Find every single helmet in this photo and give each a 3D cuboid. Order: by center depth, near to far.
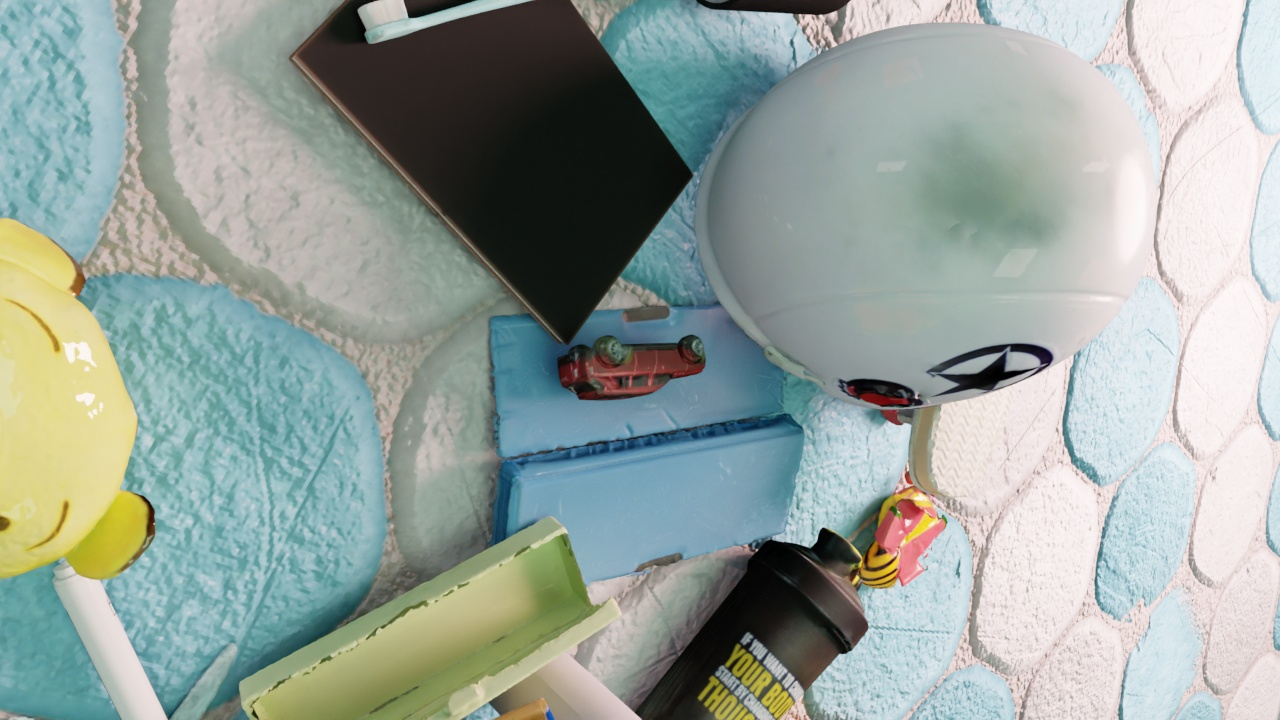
[{"bbox_3d":[0.174,-0.095,0.539,0.264,0.164,0.236,5,78,-7],"label":"helmet"}]

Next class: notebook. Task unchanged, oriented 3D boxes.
[{"bbox_3d":[-0.064,-0.128,0.499,0.209,0.008,0.141,48,67,-34],"label":"notebook"}]

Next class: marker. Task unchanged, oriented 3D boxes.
[{"bbox_3d":[-0.244,0.153,0.435,0.017,0.020,0.133,-29,112,-39],"label":"marker"}]

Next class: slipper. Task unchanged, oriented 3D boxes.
[{"bbox_3d":[0.240,-0.035,0.666,0.114,0.054,0.272,26,78,-39],"label":"slipper"}]

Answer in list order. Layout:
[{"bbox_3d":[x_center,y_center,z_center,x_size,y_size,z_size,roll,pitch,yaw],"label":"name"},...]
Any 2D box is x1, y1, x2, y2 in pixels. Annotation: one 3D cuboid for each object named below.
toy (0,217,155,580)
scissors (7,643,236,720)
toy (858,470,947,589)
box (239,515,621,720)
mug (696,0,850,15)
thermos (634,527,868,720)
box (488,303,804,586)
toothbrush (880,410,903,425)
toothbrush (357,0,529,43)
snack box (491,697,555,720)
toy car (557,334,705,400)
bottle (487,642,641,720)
[{"bbox_3d":[-0.299,0.020,0.330,0.213,0.084,0.149,-3,105,-38],"label":"toy"},{"bbox_3d":[-0.246,0.225,0.466,0.172,0.013,0.170,40,74,-33],"label":"scissors"},{"bbox_3d":[0.218,0.146,0.763,0.084,0.046,0.103,34,86,-50],"label":"toy"},{"bbox_3d":[-0.108,0.165,0.495,0.187,0.090,0.077,-29,143,-21],"label":"box"},{"bbox_3d":[0.075,-0.262,0.538,0.087,0.078,0.113,-12,83,-33],"label":"mug"},{"bbox_3d":[0.073,0.219,0.649,0.220,0.098,0.098,-46,124,-13],"label":"thermos"},{"bbox_3d":[0.012,0.053,0.588,0.231,0.048,0.177,-7,105,-34],"label":"box"},{"bbox_3d":[0.161,0.003,0.685,0.190,0.016,0.016,40,72,-44],"label":"toothbrush"},{"bbox_3d":[-0.062,-0.191,0.472,0.180,0.016,0.016,-28,106,-32],"label":"toothbrush"},{"bbox_3d":[-0.120,0.277,0.473,0.154,0.069,0.203,-15,142,-31],"label":"snack box"},{"bbox_3d":[-0.003,0.003,0.538,0.091,0.042,0.036,-8,85,-33],"label":"toy car"},{"bbox_3d":[-0.029,0.206,0.501,0.052,0.195,0.052,-10,107,-34],"label":"bottle"}]
